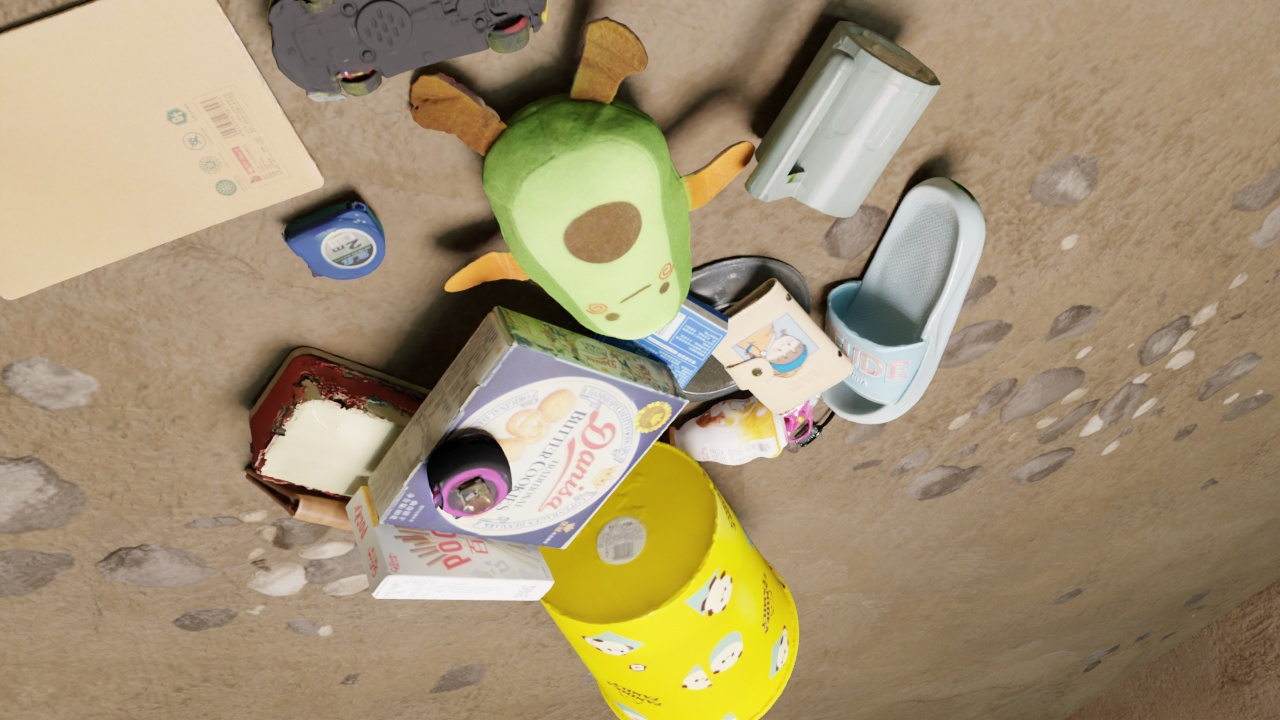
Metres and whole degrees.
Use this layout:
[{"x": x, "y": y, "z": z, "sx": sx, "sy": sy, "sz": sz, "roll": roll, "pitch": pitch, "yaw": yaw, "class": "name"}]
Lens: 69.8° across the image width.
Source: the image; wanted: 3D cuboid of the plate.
[{"x": 0.069, "y": -0.016, "z": 0.802, "sx": 0.179, "sy": 0.024, "sz": 0.180, "roll": -13, "pitch": 140, "yaw": -11, "class": "plate"}]

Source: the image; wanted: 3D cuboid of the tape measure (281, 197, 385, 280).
[{"x": -0.196, "y": -0.079, "z": 0.602, "sx": 0.058, "sy": 0.025, "sz": 0.054, "roll": -21, "pitch": 143, "yaw": 4, "class": "tape measure"}]

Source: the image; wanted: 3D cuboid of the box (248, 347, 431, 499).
[{"x": -0.204, "y": 0.064, "z": 0.709, "sx": 0.168, "sy": 0.076, "sz": 0.091, "roll": 24, "pitch": 113, "yaw": -41, "class": "box"}]

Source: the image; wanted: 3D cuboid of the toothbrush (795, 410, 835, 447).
[{"x": 0.216, "y": 0.025, "z": 0.927, "sx": 0.016, "sy": 0.014, "sz": 0.190, "roll": 26, "pitch": 123, "yaw": -15, "class": "toothbrush"}]

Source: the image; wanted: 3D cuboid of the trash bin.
[{"x": 0.019, "y": 0.220, "z": 0.894, "sx": 0.229, "sy": 0.229, "sz": 0.255, "roll": -24, "pitch": 138, "yaw": 2, "class": "trash bin"}]

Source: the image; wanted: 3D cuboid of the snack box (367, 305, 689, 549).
[{"x": -0.082, "y": 0.061, "z": 0.700, "sx": 0.182, "sy": 0.045, "sz": 0.178, "roll": 19, "pitch": 119, "yaw": -42, "class": "snack box"}]

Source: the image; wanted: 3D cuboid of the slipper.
[{"x": 0.209, "y": -0.040, "z": 0.780, "sx": 0.074, "sy": 0.104, "sz": 0.246, "roll": -9, "pitch": 135, "yaw": -28, "class": "slipper"}]

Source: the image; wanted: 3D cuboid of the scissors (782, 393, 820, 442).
[{"x": 0.174, "y": 0.036, "z": 0.919, "sx": 0.057, "sy": 0.017, "sz": 0.134, "roll": 17, "pitch": 124, "yaw": -26, "class": "scissors"}]

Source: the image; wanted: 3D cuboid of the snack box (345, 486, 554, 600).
[{"x": -0.146, "y": 0.146, "z": 0.718, "sx": 0.156, "sy": 0.084, "sz": 0.027, "roll": 17, "pitch": 121, "yaw": -45, "class": "snack box"}]

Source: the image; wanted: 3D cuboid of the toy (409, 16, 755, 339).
[{"x": -0.032, "y": -0.100, "z": 0.606, "sx": 0.227, "sy": 0.089, "sz": 0.247, "roll": -19, "pitch": 138, "yaw": 11, "class": "toy"}]

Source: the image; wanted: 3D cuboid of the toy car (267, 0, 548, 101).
[{"x": -0.123, "y": -0.192, "z": 0.493, "sx": 0.156, "sy": 0.041, "sz": 0.071, "roll": -21, "pitch": 141, "yaw": -5, "class": "toy car"}]

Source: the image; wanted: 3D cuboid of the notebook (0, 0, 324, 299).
[{"x": -0.308, "y": -0.119, "z": 0.515, "sx": 0.207, "sy": 0.008, "sz": 0.148, "roll": -21, "pitch": 141, "yaw": -3, "class": "notebook"}]

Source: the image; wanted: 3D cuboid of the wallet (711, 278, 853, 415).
[{"x": 0.112, "y": -0.007, "z": 0.773, "sx": 0.087, "sy": 0.024, "sz": 0.115, "roll": -36, "pitch": 121, "yaw": 20, "class": "wallet"}]

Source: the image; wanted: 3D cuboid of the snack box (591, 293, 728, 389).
[{"x": -0.005, "y": 0.004, "z": 0.761, "sx": 0.084, "sy": 0.026, "sz": 0.157, "roll": 29, "pitch": 123, "yaw": -13, "class": "snack box"}]

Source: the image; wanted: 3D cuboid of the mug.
[{"x": 0.128, "y": -0.157, "z": 0.605, "sx": 0.123, "sy": 0.083, "sz": 0.104, "roll": -25, "pitch": 153, "yaw": -52, "class": "mug"}]

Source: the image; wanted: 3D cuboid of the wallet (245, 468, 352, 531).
[{"x": -0.253, "y": 0.115, "z": 0.741, "sx": 0.101, "sy": 0.115, "sz": 0.020, "roll": 26, "pitch": 80, "yaw": -41, "class": "wallet"}]

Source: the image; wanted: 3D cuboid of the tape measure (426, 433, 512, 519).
[{"x": -0.117, "y": 0.081, "z": 0.633, "sx": 0.057, "sy": 0.039, "sz": 0.058, "roll": -25, "pitch": 138, "yaw": -6, "class": "tape measure"}]

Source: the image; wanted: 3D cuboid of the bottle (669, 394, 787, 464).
[{"x": 0.083, "y": 0.070, "z": 0.876, "sx": 0.108, "sy": 0.063, "sz": 0.063, "roll": -13, "pitch": 142, "yaw": 10, "class": "bottle"}]
